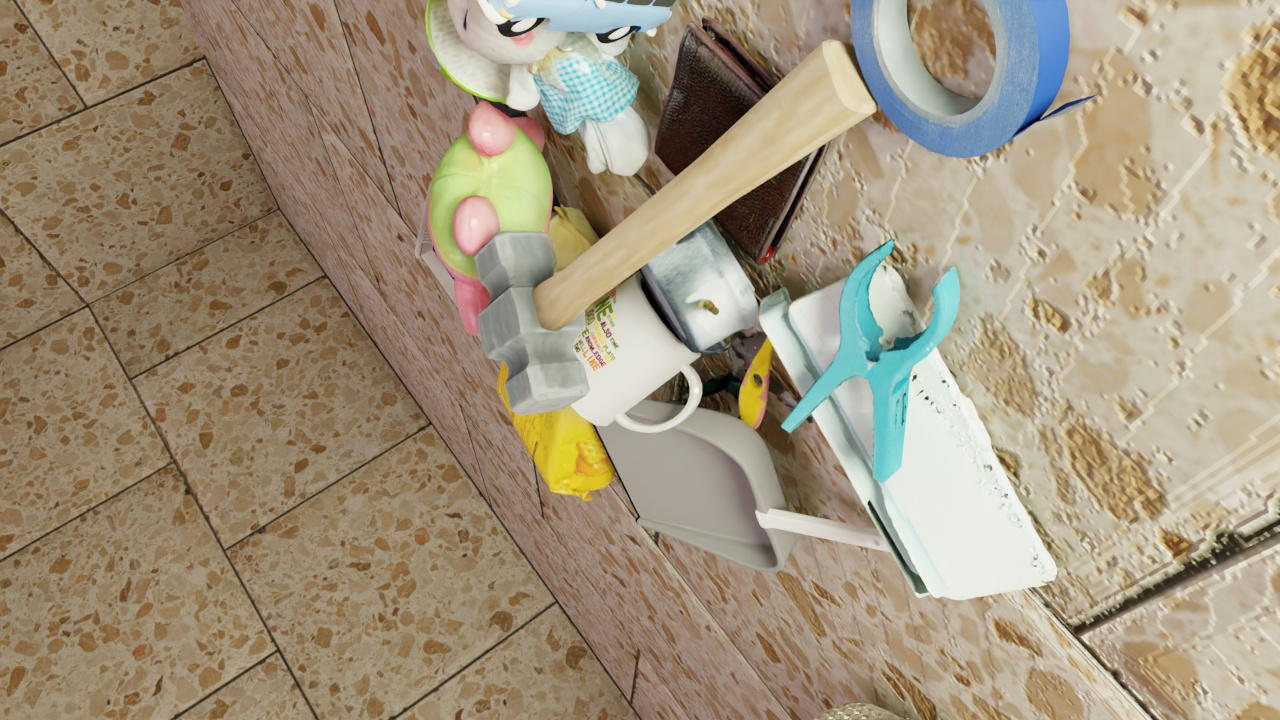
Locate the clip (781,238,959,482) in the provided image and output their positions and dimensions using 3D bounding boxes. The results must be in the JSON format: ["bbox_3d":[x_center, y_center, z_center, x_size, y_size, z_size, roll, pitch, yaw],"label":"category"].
[{"bbox_3d":[0.107,-0.008,0.469,0.113,0.028,0.127,35,129,15],"label":"clip"}]

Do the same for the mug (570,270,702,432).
[{"bbox_3d":[-0.004,0.004,0.661,0.105,0.090,0.073,55,-162,8],"label":"mug"}]

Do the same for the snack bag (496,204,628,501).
[{"bbox_3d":[-0.065,0.005,0.816,0.159,0.068,0.248,54,143,32],"label":"snack bag"}]

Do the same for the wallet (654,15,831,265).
[{"bbox_3d":[0.052,-0.118,0.512,0.099,0.031,0.120,49,159,13],"label":"wallet"}]

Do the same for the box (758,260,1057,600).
[{"bbox_3d":[0.144,0.041,0.525,0.126,0.075,0.197,-20,104,52],"label":"box"}]

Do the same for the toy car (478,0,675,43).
[{"bbox_3d":[-0.030,-0.191,0.445,0.055,0.153,0.056,-21,93,34],"label":"toy car"}]

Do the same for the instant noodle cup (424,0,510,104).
[{"bbox_3d":[-0.106,-0.228,0.641,0.099,0.098,0.108,64,168,-19],"label":"instant noodle cup"}]

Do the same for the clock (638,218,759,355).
[{"bbox_3d":[0.036,-0.049,0.599,0.090,0.052,0.129,59,179,7],"label":"clock"}]

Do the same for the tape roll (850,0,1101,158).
[{"bbox_3d":[0.118,-0.124,0.350,0.093,0.016,0.091,60,161,-9],"label":"tape roll"}]

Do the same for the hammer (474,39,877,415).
[{"bbox_3d":[0.001,-0.069,0.515,0.324,0.051,0.117,-30,70,49],"label":"hammer"}]

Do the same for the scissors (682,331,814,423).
[{"bbox_3d":[0.054,-0.001,0.702,0.201,0.015,0.204,48,152,26],"label":"scissors"}]

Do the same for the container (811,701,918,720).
[{"bbox_3d":[0.205,0.411,0.764,0.246,0.184,0.143,59,172,-2],"label":"container"}]

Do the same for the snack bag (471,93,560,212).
[{"bbox_3d":[-0.118,-0.203,0.814,0.075,0.018,0.155,29,147,54],"label":"snack bag"}]

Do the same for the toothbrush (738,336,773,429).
[{"bbox_3d":[0.082,0.007,0.627,0.021,0.016,0.136,32,144,21],"label":"toothbrush"}]

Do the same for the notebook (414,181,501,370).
[{"bbox_3d":[-0.182,-0.094,0.990,0.172,0.022,0.209,59,-173,-29],"label":"notebook"}]

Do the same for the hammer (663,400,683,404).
[{"bbox_3d":[-0.039,0.003,0.886,0.328,0.052,0.098,52,143,34],"label":"hammer"}]

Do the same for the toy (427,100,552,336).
[{"bbox_3d":[-0.125,-0.113,0.745,0.096,0.192,0.237,14,168,-11],"label":"toy"}]

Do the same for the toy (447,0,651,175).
[{"bbox_3d":[-0.063,-0.187,0.536,0.205,0.131,0.105,56,-160,-28],"label":"toy"}]

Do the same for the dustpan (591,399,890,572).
[{"bbox_3d":[0.074,0.105,0.703,0.258,0.033,0.163,6,135,33],"label":"dustpan"}]
